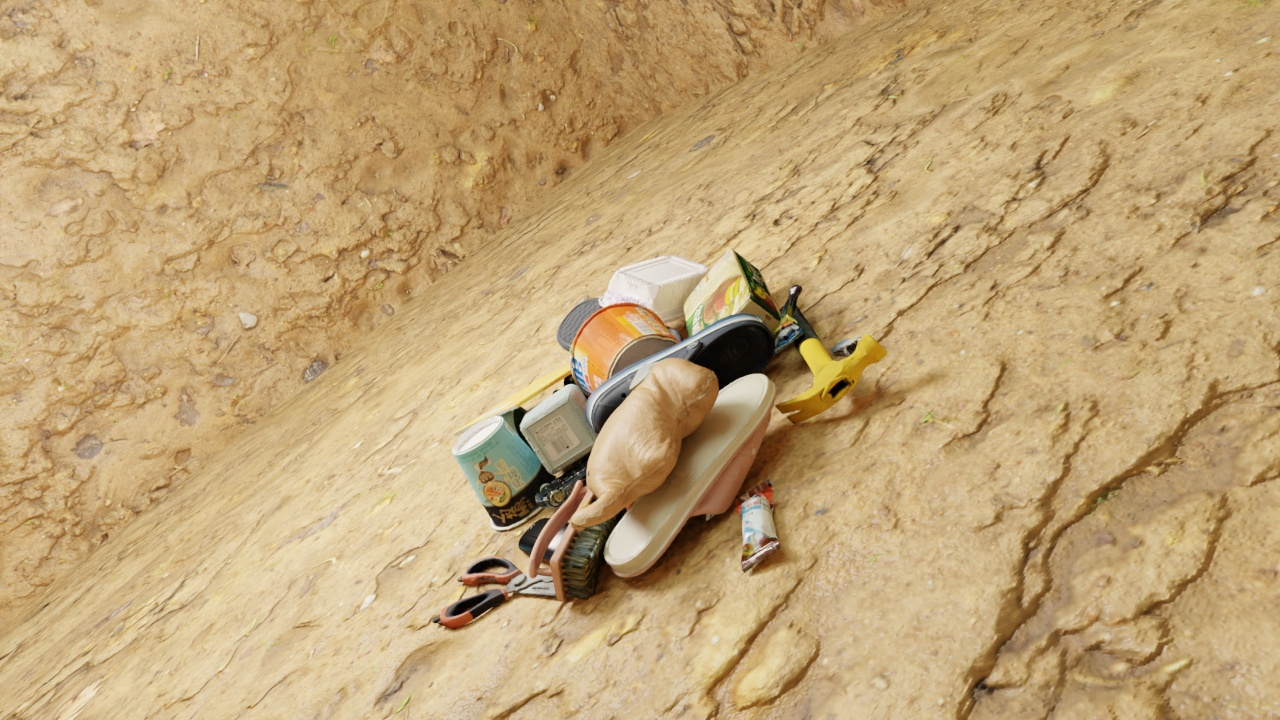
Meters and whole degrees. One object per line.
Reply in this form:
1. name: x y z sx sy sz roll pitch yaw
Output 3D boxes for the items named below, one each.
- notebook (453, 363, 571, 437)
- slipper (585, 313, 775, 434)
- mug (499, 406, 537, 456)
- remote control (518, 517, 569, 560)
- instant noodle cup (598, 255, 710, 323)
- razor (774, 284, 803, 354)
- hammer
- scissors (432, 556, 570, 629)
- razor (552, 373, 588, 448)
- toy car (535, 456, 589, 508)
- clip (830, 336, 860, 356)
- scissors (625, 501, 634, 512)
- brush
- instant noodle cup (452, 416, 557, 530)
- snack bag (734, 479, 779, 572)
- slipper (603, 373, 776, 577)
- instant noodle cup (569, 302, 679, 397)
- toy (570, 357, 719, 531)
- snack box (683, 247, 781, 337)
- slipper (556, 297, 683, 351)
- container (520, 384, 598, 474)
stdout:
1. notebook: -0.163 0.046 1.344 0.146 0.010 0.205 -24 7 39
2. slipper: 0.058 0.036 1.121 0.253 0.105 0.095 -30 25 0
3. mug: -0.205 0.134 1.325 0.106 0.082 0.111 -27 37 14
4. remote control: -0.111 0.204 1.068 0.053 0.024 0.137 -45 16 -23
5. instant noodle cup: 0.035 -0.116 1.437 0.173 0.060 0.138 -22 33 -37
6. razor: 0.187 -0.061 1.144 0.043 0.022 0.142 -38 16 32
7. hammer: 0.201 -0.015 1.087 0.129 0.033 0.300 -45 13 13
8. scissors: -0.152 0.260 1.037 0.214 0.015 0.197 -33 19 -3
9. razor: -0.105 0.085 1.336 0.067 0.062 0.167 3 33 6
10. toy car: -0.083 0.155 1.150 0.105 0.031 0.049 -31 14 -17
11. clip: 0.246 -0.014 1.075 0.024 0.028 0.057 -35 11 -13
12. scissors: 0.001 0.152 1.043 0.125 0.022 0.234 -13 28 44
13. brush: -0.064 0.181 0.979 0.073 0.063 0.145 7 39 17
14. instant noodle cup: -0.184 0.142 1.203 0.111 0.120 0.111 -29 20 11
15. snack bag: 0.110 0.154 0.864 0.048 0.026 0.104 -39 16 21
16. slipper: 0.063 0.122 0.967 0.273 0.054 0.114 -51 23 -25
17. instant noodle cup: -0.007 0.007 1.231 0.151 0.151 0.111 -36 28 -8
18. toy: -0.005 0.093 0.953 0.225 0.082 0.144 -55 11 -25
19. snack box: 0.122 -0.068 1.269 0.115 0.063 0.239 -49 15 16
20. slipper: -0.030 -0.019 1.435 0.268 0.083 0.110 21 61 45
21. container: -0.103 0.091 1.204 0.090 0.090 0.111 -33 2 1
